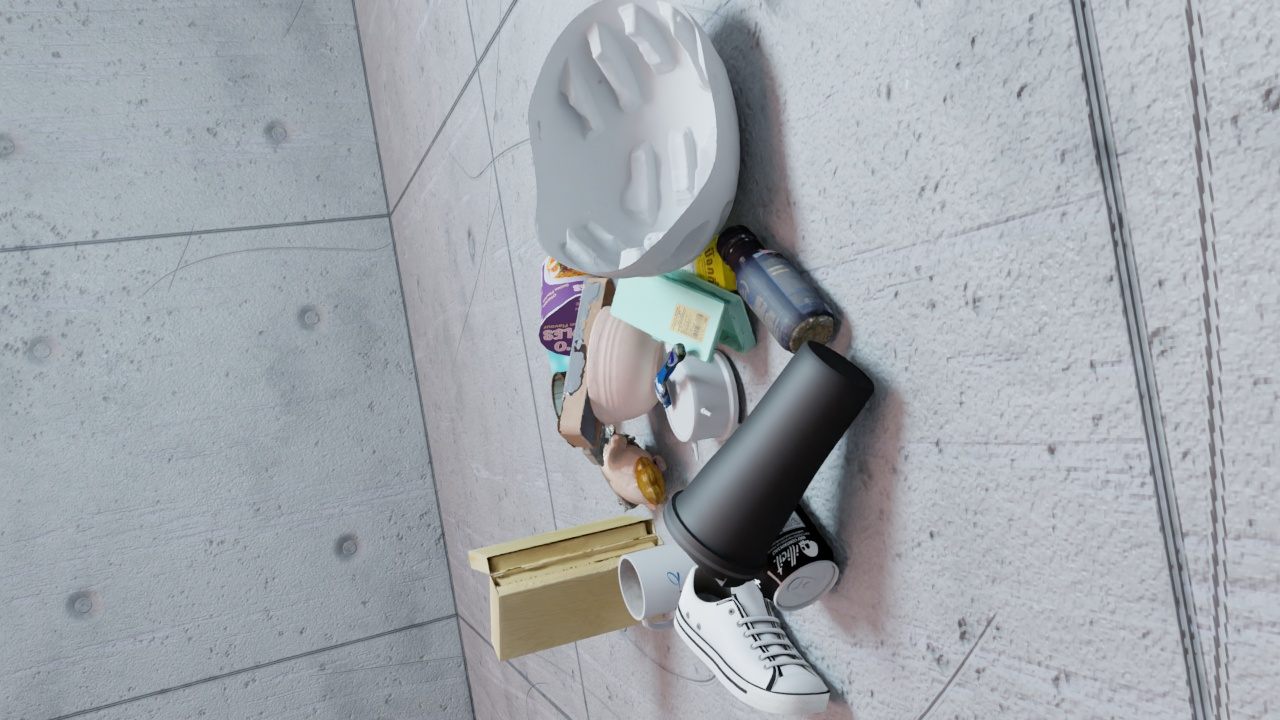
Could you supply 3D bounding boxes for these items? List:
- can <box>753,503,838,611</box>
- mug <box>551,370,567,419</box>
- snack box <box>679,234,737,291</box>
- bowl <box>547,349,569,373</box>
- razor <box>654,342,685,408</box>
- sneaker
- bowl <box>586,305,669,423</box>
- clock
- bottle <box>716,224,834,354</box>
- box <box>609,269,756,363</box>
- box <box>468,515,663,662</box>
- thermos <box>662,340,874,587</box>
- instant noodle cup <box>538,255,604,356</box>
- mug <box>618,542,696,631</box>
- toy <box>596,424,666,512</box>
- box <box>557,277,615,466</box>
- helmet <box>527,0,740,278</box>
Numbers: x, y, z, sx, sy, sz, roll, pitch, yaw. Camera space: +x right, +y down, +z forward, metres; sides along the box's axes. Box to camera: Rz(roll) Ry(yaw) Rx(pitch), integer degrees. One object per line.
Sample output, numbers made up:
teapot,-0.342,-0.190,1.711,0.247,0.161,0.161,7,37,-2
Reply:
can,0.130,0.172,0.923,0.146,0.080,0.080,-123,32,-44
mug,-0.087,0.054,1.387,0.111,0.081,0.085,163,97,-67
snack box,0.066,-0.106,1.033,0.149,0.025,0.061,-175,76,-67
bowl,-0.107,-0.016,1.452,0.121,0.046,0.121,170,90,-67
razor,0.030,0.012,1.001,0.141,0.018,0.043,109,149,-68
sneaker,0.122,0.291,1.002,0.245,0.091,0.097,-150,69,-64
bowl,-0.007,0.007,1.150,0.153,0.076,0.153,3,-91,-72
clock,0.063,0.028,1.062,0.120,0.061,0.159,102,154,-45
bottle,0.123,-0.071,0.872,0.160,0.056,0.056,-122,31,-42
box,0.032,-0.054,1.007,0.189,0.079,0.077,32,150,49
box,-0.099,0.298,1.298,0.142,0.248,0.184,108,145,-47
thermos,0.115,0.090,0.820,0.219,0.105,0.106,-57,39,19
instant noodle cup,-0.094,-0.096,1.317,0.137,0.122,0.121,97,163,-54
mug,0.032,0.296,1.182,0.083,0.096,0.120,-141,47,-58
toy,-0.005,0.149,1.239,0.133,0.076,0.176,61,164,-17
box,-0.054,0.017,1.189,0.151,0.043,0.216,50,-136,-60
helmet,-0.008,-0.226,0.934,0.225,0.183,0.282,-10,97,30
